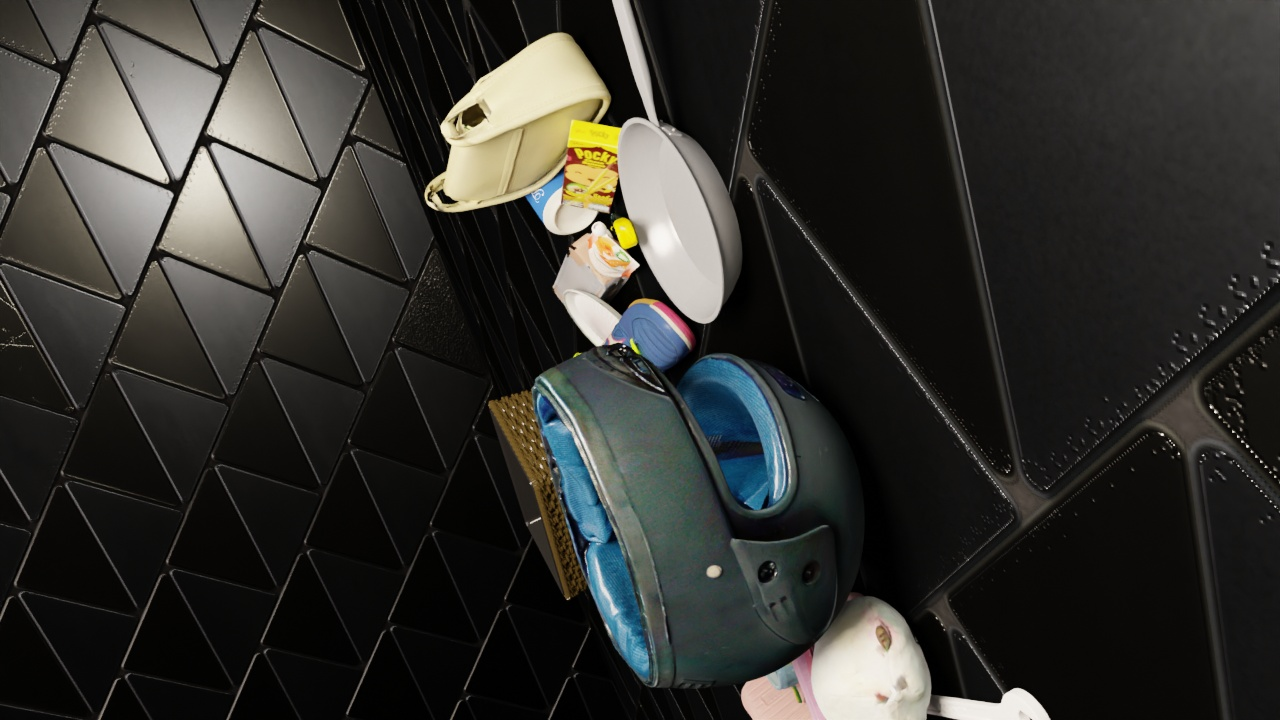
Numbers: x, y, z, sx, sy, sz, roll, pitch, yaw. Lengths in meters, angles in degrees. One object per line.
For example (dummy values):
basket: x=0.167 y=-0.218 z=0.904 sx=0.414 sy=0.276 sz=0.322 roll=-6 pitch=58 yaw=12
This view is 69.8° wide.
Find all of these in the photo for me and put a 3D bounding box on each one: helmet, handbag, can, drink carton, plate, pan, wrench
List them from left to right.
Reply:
handbag: x=-0.144 y=-0.253 z=1.006 sx=0.088 sy=0.190 sz=0.233 roll=63 pitch=157 yaw=5
can: x=-0.112 y=-0.228 z=1.152 sx=0.146 sy=0.078 sz=0.079 roll=56 pitch=162 yaw=34
plate: x=-0.043 y=-0.040 z=1.229 sx=0.157 sy=0.014 sz=0.157 roll=38 pitch=163 yaw=14
drink carton: x=-0.033 y=-0.127 z=1.074 sx=0.069 sy=0.039 sz=0.122 roll=42 pitch=174 yaw=-5
pan: x=0.021 y=-0.192 z=0.812 sx=0.200 sy=0.050 sz=0.357 roll=49 pitch=157 yaw=48
helmet: x=0.063 y=0.111 z=0.771 sx=0.249 sy=0.235 sz=0.316 roll=36 pitch=145 yaw=61
wrench: x=0.269 y=0.297 z=0.785 sx=0.047 sy=0.009 sz=0.274 roll=63 pitch=165 yaw=11

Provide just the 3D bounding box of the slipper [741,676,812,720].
slipper: x=0.190 y=0.445 z=1.135 sx=0.081 sy=0.093 sz=0.197 roll=57 pitch=167 yaw=-8

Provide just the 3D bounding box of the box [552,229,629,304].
box: x=-0.070 y=-0.109 z=1.244 sx=0.081 sy=0.062 sz=0.216 roll=54 pitch=165 yaw=1

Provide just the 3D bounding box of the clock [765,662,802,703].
clock: x=0.159 y=0.318 z=1.093 sx=0.118 sy=0.060 sz=0.162 roll=79 pitch=164 yaw=-44

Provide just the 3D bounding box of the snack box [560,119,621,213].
snack box: x=-0.053 y=-0.211 z=1.011 sx=0.149 sy=0.061 sz=0.025 roll=116 pitch=162 yaw=-71

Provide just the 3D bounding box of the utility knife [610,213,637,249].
utility knife: x=-0.023 y=-0.147 z=1.013 sx=0.213 sy=0.020 sz=0.029 roll=-109 pitch=1 yaw=-77

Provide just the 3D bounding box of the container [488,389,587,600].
container: x=-0.078 y=0.179 z=1.403 sx=0.176 sy=0.204 sz=0.322 roll=54 pitch=161 yaw=39

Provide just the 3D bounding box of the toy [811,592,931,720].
toy: x=0.203 y=0.276 z=0.831 sx=0.179 sy=0.101 sz=0.139 roll=-14 pitch=-87 yaw=-84

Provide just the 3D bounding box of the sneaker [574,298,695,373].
sneaker: x=-0.007 y=0.006 z=1.084 sx=0.116 sy=0.091 sz=0.242 roll=48 pitch=158 yaw=0

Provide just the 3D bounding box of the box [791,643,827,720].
box: x=0.170 y=0.274 z=0.914 sx=0.098 sy=0.037 sz=0.232 roll=18 pitch=-129 yaw=-65
